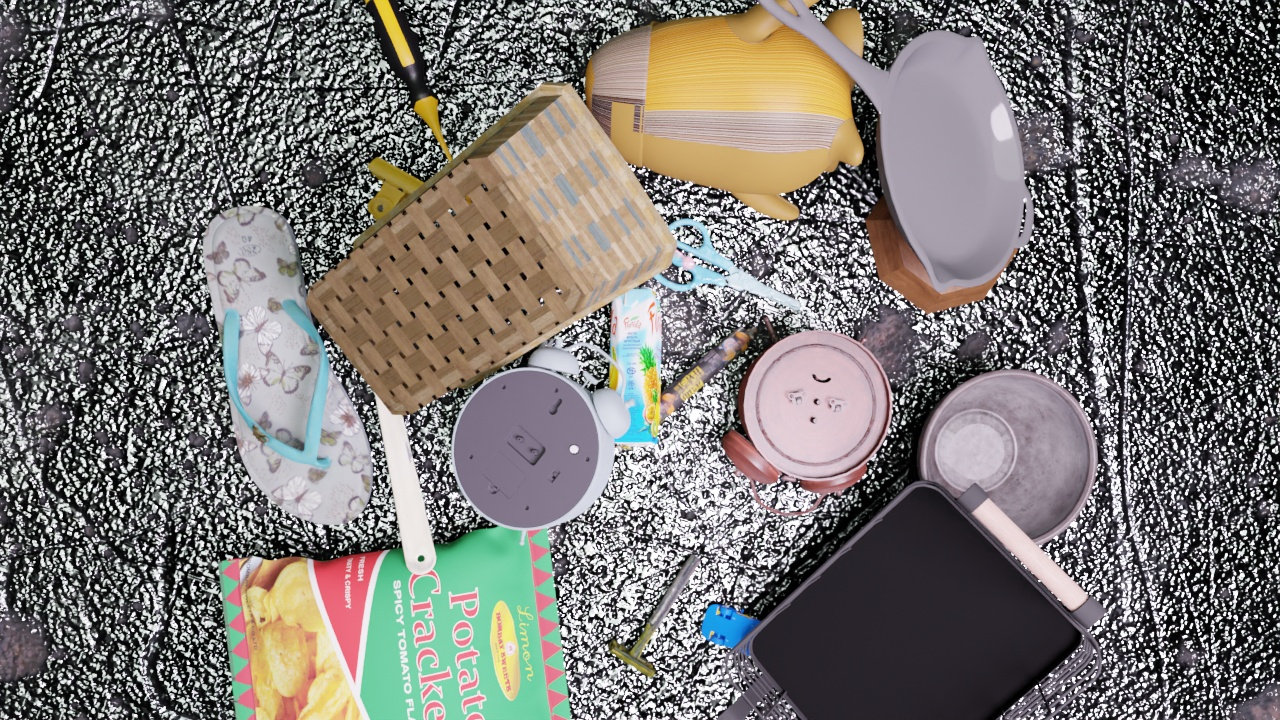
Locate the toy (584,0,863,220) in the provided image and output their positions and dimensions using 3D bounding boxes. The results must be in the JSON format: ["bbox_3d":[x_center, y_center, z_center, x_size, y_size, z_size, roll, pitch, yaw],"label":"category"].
[{"bbox_3d":[0.059,-0.204,0.710,0.203,0.162,0.199,2,131,-2],"label":"toy"}]

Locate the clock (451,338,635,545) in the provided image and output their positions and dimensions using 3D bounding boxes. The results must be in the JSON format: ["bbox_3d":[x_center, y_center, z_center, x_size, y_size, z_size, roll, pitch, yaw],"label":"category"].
[{"bbox_3d":[-0.074,0.058,0.709,0.122,0.045,0.159,39,95,17],"label":"clock"}]

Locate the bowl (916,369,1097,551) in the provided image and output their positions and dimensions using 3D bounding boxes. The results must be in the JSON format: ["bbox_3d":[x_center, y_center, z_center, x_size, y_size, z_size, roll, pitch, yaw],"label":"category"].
[{"bbox_3d":[0.292,0.079,0.761,0.145,0.067,0.145,0,92,-4],"label":"bowl"}]

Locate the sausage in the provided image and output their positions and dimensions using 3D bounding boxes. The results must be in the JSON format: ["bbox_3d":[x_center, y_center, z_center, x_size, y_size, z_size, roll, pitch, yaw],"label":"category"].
[{"bbox_3d":[0.037,0.022,0.766,0.155,0.020,0.020,-41,94,-2],"label":"sausage"}]

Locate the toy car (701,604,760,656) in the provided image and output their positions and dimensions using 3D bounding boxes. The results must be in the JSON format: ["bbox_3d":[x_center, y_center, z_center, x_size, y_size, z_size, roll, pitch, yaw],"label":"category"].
[{"bbox_3d":[0.105,0.234,0.782,0.092,0.062,0.033,16,88,25],"label":"toy car"}]

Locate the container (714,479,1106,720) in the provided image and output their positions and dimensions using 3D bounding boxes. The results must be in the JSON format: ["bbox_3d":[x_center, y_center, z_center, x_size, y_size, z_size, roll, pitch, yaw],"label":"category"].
[{"bbox_3d":[0.186,0.209,0.652,0.241,0.130,0.163,-45,72,8],"label":"container"}]

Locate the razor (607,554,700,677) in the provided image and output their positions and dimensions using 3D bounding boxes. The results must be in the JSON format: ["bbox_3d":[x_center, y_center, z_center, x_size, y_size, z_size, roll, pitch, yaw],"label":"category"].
[{"bbox_3d":[0.019,0.209,0.770,0.042,0.026,0.106,33,85,-2],"label":"razor"}]

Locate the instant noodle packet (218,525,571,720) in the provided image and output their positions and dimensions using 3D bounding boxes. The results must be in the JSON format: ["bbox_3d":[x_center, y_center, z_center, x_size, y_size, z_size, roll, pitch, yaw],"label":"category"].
[{"bbox_3d":[-0.188,0.236,0.720,0.252,0.090,0.195,-7,89,-8],"label":"instant noodle packet"}]

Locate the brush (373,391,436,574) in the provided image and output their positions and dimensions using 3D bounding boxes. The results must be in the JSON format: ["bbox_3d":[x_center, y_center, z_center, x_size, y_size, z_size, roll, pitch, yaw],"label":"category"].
[{"bbox_3d":[-0.193,0.061,0.722,0.033,0.012,0.217,-16,74,-3],"label":"brush"}]

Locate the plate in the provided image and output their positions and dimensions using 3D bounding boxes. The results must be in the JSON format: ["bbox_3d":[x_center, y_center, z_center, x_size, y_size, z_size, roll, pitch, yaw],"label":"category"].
[{"bbox_3d":[0.260,-0.107,0.775,0.131,0.025,0.131,0,92,-4],"label":"plate"}]

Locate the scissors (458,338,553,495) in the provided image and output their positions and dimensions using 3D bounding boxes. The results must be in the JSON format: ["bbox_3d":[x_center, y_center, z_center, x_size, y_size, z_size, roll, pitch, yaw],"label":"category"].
[{"bbox_3d":[-0.101,0.056,0.757,0.129,0.019,0.137,-21,85,4],"label":"scissors"}]

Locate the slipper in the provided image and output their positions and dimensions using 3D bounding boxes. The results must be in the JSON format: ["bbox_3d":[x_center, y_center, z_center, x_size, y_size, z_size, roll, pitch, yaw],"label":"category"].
[{"bbox_3d":[-0.292,0.009,0.728,0.098,0.055,0.269,-18,91,-1],"label":"slipper"}]

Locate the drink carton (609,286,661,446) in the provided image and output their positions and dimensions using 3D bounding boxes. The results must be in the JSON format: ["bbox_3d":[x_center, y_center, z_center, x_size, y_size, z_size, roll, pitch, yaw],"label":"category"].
[{"bbox_3d":[-0.004,0.004,0.741,0.039,0.044,0.128,-1,81,12],"label":"drink carton"}]

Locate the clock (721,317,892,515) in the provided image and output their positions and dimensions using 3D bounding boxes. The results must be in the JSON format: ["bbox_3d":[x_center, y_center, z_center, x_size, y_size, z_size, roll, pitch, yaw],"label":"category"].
[{"bbox_3d":[0.132,0.050,0.747,0.120,0.072,0.157,11,90,-4],"label":"clock"}]

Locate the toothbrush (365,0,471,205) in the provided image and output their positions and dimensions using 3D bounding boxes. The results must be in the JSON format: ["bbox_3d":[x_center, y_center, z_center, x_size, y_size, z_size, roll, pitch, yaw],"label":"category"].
[{"bbox_3d":[-0.176,-0.212,0.742,0.031,0.031,0.197,-24,98,-9],"label":"toothbrush"}]

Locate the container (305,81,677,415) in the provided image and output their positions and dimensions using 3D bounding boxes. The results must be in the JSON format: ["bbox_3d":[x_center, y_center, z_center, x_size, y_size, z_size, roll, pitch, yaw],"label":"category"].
[{"bbox_3d":[-0.101,-0.081,0.681,0.251,0.185,0.157,-28,103,34],"label":"container"}]

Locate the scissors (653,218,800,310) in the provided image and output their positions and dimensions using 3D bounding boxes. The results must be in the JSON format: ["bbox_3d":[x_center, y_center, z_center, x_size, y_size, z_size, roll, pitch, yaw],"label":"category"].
[{"bbox_3d":[0.076,-0.074,0.773,0.138,0.015,0.063,21,86,-10],"label":"scissors"}]

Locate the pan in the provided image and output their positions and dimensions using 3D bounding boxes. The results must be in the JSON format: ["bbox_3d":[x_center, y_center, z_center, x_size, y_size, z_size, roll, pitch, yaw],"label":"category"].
[{"bbox_3d":[0.190,-0.174,0.668,0.354,0.024,0.216,26,71,-36],"label":"pan"}]

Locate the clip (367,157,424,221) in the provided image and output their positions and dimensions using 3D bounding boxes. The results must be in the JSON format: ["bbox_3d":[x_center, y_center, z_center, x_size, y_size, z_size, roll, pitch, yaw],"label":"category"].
[{"bbox_3d":[-0.203,-0.133,0.751,0.053,0.039,0.047,29,85,-6],"label":"clip"}]
